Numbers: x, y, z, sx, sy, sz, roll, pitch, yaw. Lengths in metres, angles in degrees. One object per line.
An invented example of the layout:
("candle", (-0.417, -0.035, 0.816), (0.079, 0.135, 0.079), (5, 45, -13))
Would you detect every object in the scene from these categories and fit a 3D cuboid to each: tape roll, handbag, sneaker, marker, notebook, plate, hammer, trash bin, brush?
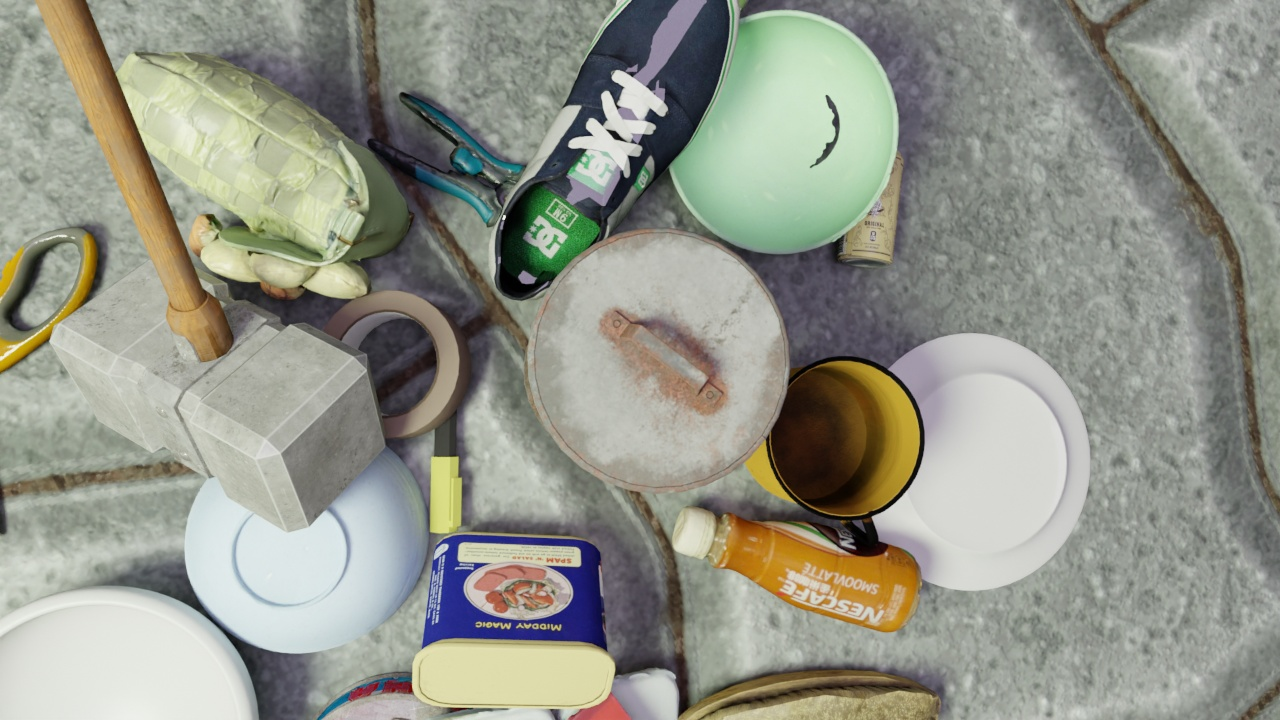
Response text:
("tape roll", (-0.158, 0.003, 0.590), (0.094, 0.030, 0.093), (0, 85, 4))
("handbag", (-0.235, -0.106, 0.560), (0.186, 0.113, 0.117), (33, 97, -3))
("sneaker", (-0.017, -0.133, 0.556), (0.084, 0.079, 0.236), (33, 108, -11))
("marker", (-0.128, 0.051, 0.609), (0.021, 0.017, 0.124), (-2, 86, 35))
("notebook", (-0.058, 0.322, 0.551), (0.208, 0.012, 0.153), (-40, 108, -22))
("plate", (0.247, 0.074, 0.669), (0.188, 0.016, 0.188), (0, 88, -9))
("hammer", (-0.229, -0.061, 0.436), (0.163, 0.318, 0.082), (25, 51, 16))
("trash bin", (-0.003, 0.003, 0.533), (0.130, 0.211, 0.131), (0, 88, -9))
("brush", (0.121, 0.247, 0.625), (0.195, 0.043, 0.059), (0, 90, -16))

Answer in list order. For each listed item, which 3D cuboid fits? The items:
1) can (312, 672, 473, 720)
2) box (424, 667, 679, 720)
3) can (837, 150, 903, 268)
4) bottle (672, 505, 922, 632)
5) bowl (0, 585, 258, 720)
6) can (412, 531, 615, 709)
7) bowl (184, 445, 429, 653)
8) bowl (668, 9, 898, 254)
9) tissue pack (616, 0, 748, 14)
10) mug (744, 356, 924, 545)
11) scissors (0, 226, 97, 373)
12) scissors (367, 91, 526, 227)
("can", (-0.158, 0.270, 0.584), (0.130, 0.044, 0.130), (0, 88, -9))
("box", (-0.051, 0.310, 0.577), (0.188, 0.037, 0.209), (-1, 91, -25))
("can", (0.163, -0.108, 0.651), (0.038, 0.038, 0.079), (8, 87, -9))
("bottle", (0.104, 0.136, 0.623), (0.167, 0.059, 0.059), (17, 85, -8))
("bowl", (-0.316, 0.219, 0.549), (0.176, 0.066, 0.176), (0, 88, -9))
("can", (-0.077, 0.159, 0.570), (0.116, 0.092, 0.057), (4, 125, -9))
("bowl", (-0.210, 0.113, 0.566), (0.150, 0.075, 0.150), (0, 88, -8))
("bowl", (0.097, -0.152, 0.611), (0.151, 0.076, 0.151), (7, 111, 18))
("tissue pack", (0.041, -0.325, 0.605), (0.141, 0.120, 0.197), (32, 77, -8))
("mug", (0.125, 0.061, 0.610), (0.100, 0.094, 0.123), (-20, 89, -7))
("scissors", (-0.437, -0.004, 0.564), (0.216, 0.016, 0.225), (30, 86, -7))
("scissors", (-0.112, -0.130, 0.618), (0.126, 0.019, 0.144), (-17, 93, -10))
